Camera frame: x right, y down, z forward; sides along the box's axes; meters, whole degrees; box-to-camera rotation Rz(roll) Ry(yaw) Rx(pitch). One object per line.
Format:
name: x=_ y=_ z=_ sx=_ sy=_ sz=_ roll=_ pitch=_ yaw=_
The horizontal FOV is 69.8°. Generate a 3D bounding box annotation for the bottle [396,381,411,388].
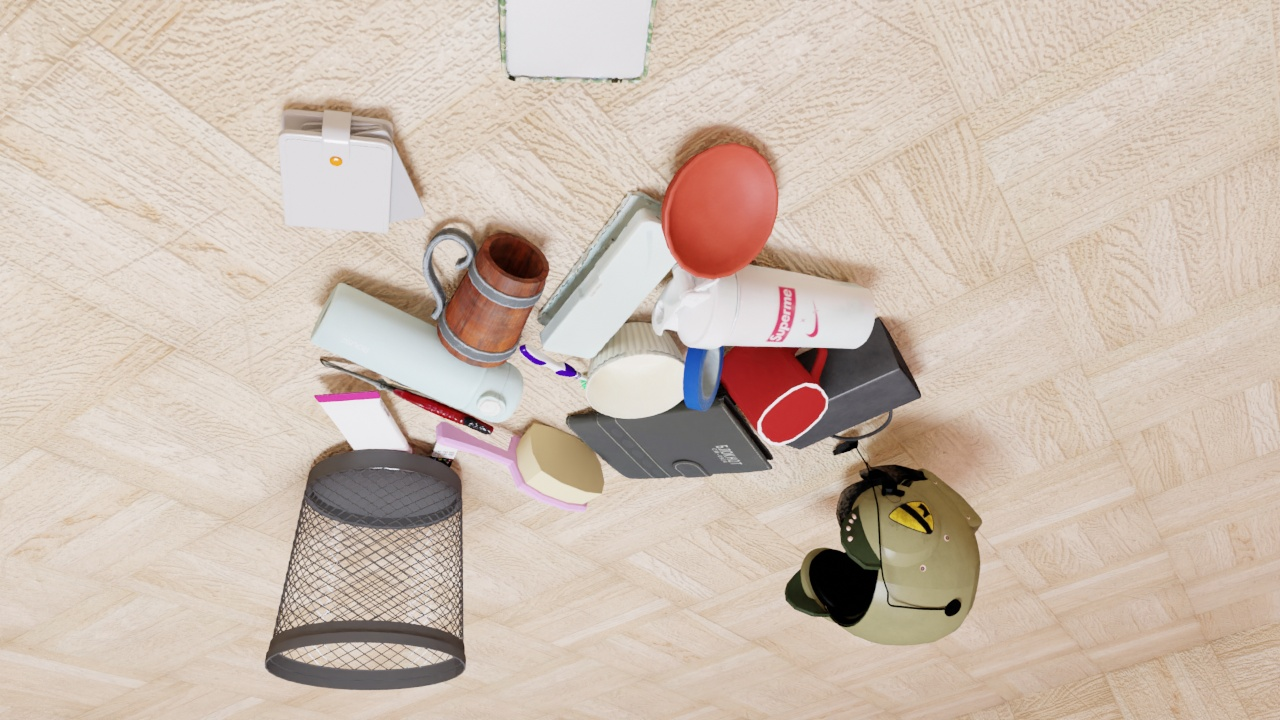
bottle: x=-0.208 y=0.015 z=0.979 sx=0.112 sy=0.047 sz=0.047 roll=17 pitch=135 yaw=-29

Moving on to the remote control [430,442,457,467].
remote control: x=-0.250 y=0.126 z=1.142 sx=0.028 sy=0.011 sz=0.124 roll=8 pitch=139 yaw=-22

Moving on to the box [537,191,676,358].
box: x=-0.026 y=-0.076 z=0.902 sx=0.083 sy=0.067 sz=0.200 roll=29 pitch=129 yaw=-15

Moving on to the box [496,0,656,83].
box: x=-0.042 y=-0.288 z=0.625 sx=0.117 sy=0.050 sz=0.206 roll=-1 pitch=142 yaw=-6

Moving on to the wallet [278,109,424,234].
wallet: x=-0.237 y=-0.153 z=0.765 sx=0.115 sy=0.037 sz=0.119 roll=3 pitch=144 yaw=-16

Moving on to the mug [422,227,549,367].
mug: x=-0.154 y=-0.066 z=0.871 sx=0.117 sy=0.081 sz=0.111 roll=25 pitch=130 yaw=-12

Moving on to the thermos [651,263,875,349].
thermos: x=0.128 y=-0.057 z=0.930 sx=0.220 sy=0.099 sz=0.100 roll=3 pitch=141 yaw=-23

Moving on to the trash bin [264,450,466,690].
trash bin: x=-0.313 y=0.250 z=1.092 sx=0.218 sy=0.227 sz=0.218 roll=-2 pitch=148 yaw=-2

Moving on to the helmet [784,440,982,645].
helmet: x=0.323 y=0.242 z=1.200 sx=0.232 sy=0.255 sz=0.251 roll=6 pitch=142 yaw=-14

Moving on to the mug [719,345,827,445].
mug: x=0.158 y=0.020 z=1.016 sx=0.116 sy=0.096 sz=0.080 roll=-40 pitch=135 yaw=7

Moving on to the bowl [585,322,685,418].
bowl: x=-0.006 y=0.006 z=0.998 sx=0.115 sy=0.062 sz=0.115 roll=-6 pitch=143 yaw=-5

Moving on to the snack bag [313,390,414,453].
snack bag: x=-0.308 y=0.083 z=1.055 sx=0.070 sy=0.016 sz=0.197 roll=-5 pitch=150 yaw=0

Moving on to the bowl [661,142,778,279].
bowl: x=0.065 y=-0.136 z=0.824 sx=0.121 sy=0.035 sz=0.122 roll=-13 pitch=118 yaw=-27

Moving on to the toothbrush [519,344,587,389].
toothbrush: x=-0.084 y=0.009 z=0.981 sx=0.016 sy=0.015 sz=0.186 roll=-19 pitch=161 yaw=17

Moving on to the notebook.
notebook: x=0.039 y=0.100 z=1.116 sx=0.209 sy=0.029 sz=0.169 roll=-6 pitch=145 yaw=29

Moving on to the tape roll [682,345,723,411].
tape roll: x=0.068 y=0.008 z=0.980 sx=0.016 sy=0.091 sz=0.093 roll=10 pitch=121 yaw=19

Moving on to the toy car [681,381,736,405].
toy car: x=0.073 y=0.051 z=1.094 sx=0.092 sy=0.037 sz=0.040 roll=-17 pitch=142 yaw=10

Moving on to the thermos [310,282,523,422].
thermos: x=-0.215 y=-0.003 z=0.907 sx=0.206 sy=0.078 sz=0.065 roll=28 pitch=109 yaw=-23

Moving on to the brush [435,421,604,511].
brush: x=-0.137 y=0.113 z=1.087 sx=0.043 sy=0.089 sz=0.228 roll=-39 pitch=134 yaw=26

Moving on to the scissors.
scissors: x=-0.241 y=0.040 z=0.990 sx=0.198 sy=0.015 sz=0.179 roll=22 pitch=177 yaw=13

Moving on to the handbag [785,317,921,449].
handbag: x=0.254 y=0.056 z=1.124 sx=0.176 sy=0.072 sz=0.195 roll=-27 pitch=144 yaw=21
